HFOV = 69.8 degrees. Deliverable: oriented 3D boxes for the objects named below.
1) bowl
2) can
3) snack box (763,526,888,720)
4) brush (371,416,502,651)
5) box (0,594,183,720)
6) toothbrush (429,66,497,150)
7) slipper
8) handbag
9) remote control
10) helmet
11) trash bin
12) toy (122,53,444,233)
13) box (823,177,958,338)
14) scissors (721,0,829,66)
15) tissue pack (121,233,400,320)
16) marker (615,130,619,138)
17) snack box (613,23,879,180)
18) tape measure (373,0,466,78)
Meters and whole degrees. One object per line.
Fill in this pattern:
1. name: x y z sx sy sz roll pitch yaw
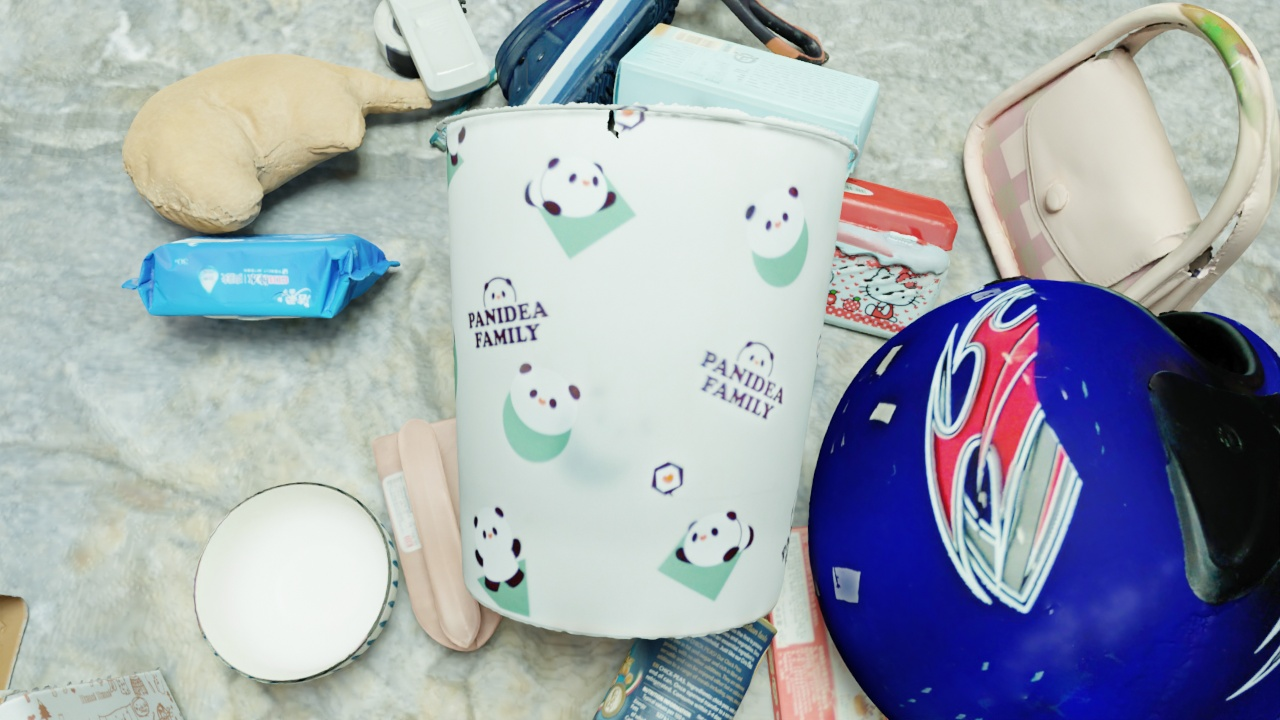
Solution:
1. bowl: -0.204 0.138 0.567 0.116 0.066 0.116 0 72 -1
2. can: 0.025 0.196 0.558 0.075 0.075 0.111 29 74 6
3. snack box: 0.120 0.184 0.593 0.075 0.025 0.152 -4 73 -6
4. brush: -0.124 0.110 0.578 0.063 0.073 0.145 -14 76 -9
5. box: -0.360 0.193 0.485 0.154 0.183 0.184 -27 79 -12
6. toothbrush: -0.099 -0.233 0.717 0.018 0.016 0.191 39 75 -2
7. slipper: -0.057 -0.213 0.665 0.095 0.105 0.252 30 74 8
8. handbag: 0.315 -0.124 0.591 0.093 0.234 0.193 -11 73 -9
9. remote control: -0.155 -0.253 0.680 0.049 0.024 0.125 -23 76 -13
10. helmet: 0.224 0.071 0.512 0.240 0.248 0.314 34 58 -10
11. trash bin: -0.003 0.003 0.518 0.229 0.229 0.252 3 94 -3
12. toy: -0.252 -0.173 0.655 0.143 0.083 0.225 38 61 21
13. box: 0.116 -0.084 0.666 0.201 0.095 0.102 15 114 3
14. scissors: 0.065 -0.289 0.690 0.189 0.015 0.224 53 44 -5
15. tissue pack: -0.247 -0.056 0.612 0.157 0.095 0.052 -1 102 -3
16. marker: -0.007 -0.115 0.684 0.022 0.020 0.132 6 70 -24
17. snack box: 0.074 -0.181 0.645 0.175 0.052 0.074 19 44 12
18. tape measure: -0.171 -0.253 0.709 0.066 0.034 0.065 5 71 -4
